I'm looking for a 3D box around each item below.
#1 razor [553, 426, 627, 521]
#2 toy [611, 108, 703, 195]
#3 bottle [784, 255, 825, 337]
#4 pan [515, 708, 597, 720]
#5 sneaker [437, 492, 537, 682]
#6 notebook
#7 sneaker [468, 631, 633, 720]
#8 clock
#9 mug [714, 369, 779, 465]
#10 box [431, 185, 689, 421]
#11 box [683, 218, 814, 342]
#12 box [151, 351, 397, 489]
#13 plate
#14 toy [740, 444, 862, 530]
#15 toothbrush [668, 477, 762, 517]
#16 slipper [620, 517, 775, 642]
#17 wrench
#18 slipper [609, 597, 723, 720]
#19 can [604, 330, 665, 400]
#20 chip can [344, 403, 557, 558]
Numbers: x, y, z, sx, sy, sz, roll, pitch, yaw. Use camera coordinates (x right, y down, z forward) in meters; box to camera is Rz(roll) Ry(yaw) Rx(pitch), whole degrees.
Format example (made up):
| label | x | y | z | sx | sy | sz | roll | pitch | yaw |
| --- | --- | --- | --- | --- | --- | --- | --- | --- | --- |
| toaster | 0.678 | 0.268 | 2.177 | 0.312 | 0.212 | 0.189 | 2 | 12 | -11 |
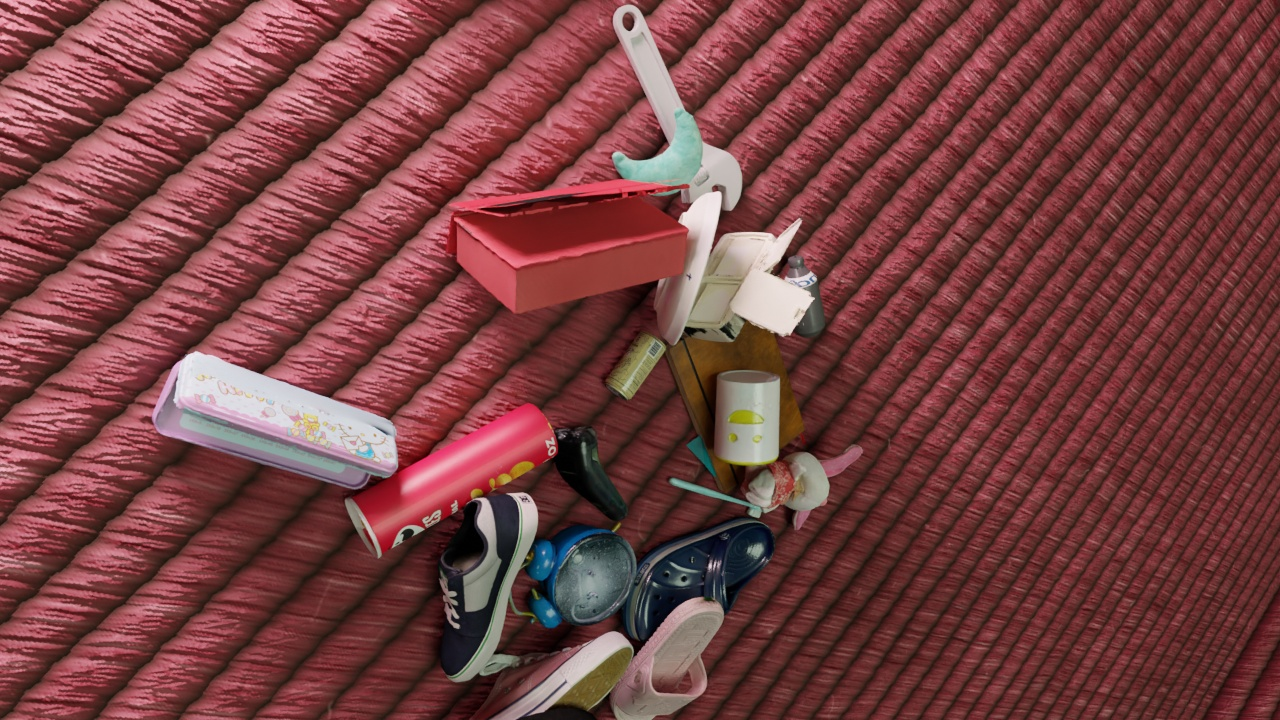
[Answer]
| label | x | y | z | sx | sy | sz | roll | pitch | yaw |
| --- | --- | --- | --- | --- | --- | --- | --- | --- | --- |
| razor | -0.054 | 0.135 | 1.097 | 0.067 | 0.054 | 0.151 | -58 | 133 | -30 |
| toy | 0.028 | -0.232 | 1.055 | 0.105 | 0.033 | 0.085 | -36 | 125 | 9 |
| bottle | 0.217 | -0.086 | 1.229 | 0.046 | 0.047 | 0.112 | -28 | 115 | -27 |
| pan | -0.203 | 0.507 | 1.053 | 0.356 | 0.034 | 0.226 | -25 | 140 | -11 |
| sneaker | -0.188 | 0.246 | 0.988 | 0.079 | 0.084 | 0.236 | 7 | 112 | -38 |
| notebook | 0.127 | 0.051 | 1.219 | 0.178 | 0.014 | 0.249 | -35 | 119 | -24 |
| sneaker | -0.122 | 0.384 | 1.084 | 0.241 | 0.088 | 0.118 | -33 | 142 | -4 |
| clock | -0.082 | 0.257 | 1.097 | 0.161 | 0.060 | 0.117 | -11 | 108 | -31 |
| mug | 0.136 | 0.071 | 1.168 | 0.082 | 0.083 | 0.106 | -8 | 104 | -33 |
| box | -0.099 | -0.043 | 1.017 | 0.213 | 0.153 | 0.326 | -16 | 143 | -33 |
| box | 0.123 | -0.097 | 1.070 | 0.069 | 0.192 | 0.143 | 40 | 71 | -34 |
| box | -0.336 | 0.059 | 0.871 | 0.214 | 0.096 | 0.077 | 26 | 59 | -36 |
| plate | 0.048 | -0.109 | 1.046 | 0.034 | 0.182 | 0.182 | 17 | 92 | -4 |
| toy | 0.209 | 0.168 | 1.249 | 0.194 | 0.084 | 0.159 | 8 | 124 | -47 |
| toothbrush | 0.103 | 0.184 | 1.234 | 0.180 | 0.016 | 0.016 | 24 | 96 | -37 |
| slipper | 0.088 | 0.282 | 1.201 | 0.252 | 0.095 | 0.105 | -24 | 117 | -32 |
| wrench | 0.046 | -0.291 | 1.080 | 0.086 | 0.018 | 0.273 | -40 | 119 | -21 |
| slipper | 0.037 | 0.397 | 1.157 | 0.094 | 0.064 | 0.240 | 9 | 123 | -32 |
| can | -0.007 | 0.006 | 1.101 | 0.038 | 0.038 | 0.079 | 43 | 76 | -34 |
| chip can | -0.196 | 0.124 | 0.978 | 0.220 | 0.069 | 0.069 | -29 | 116 | -27 |
